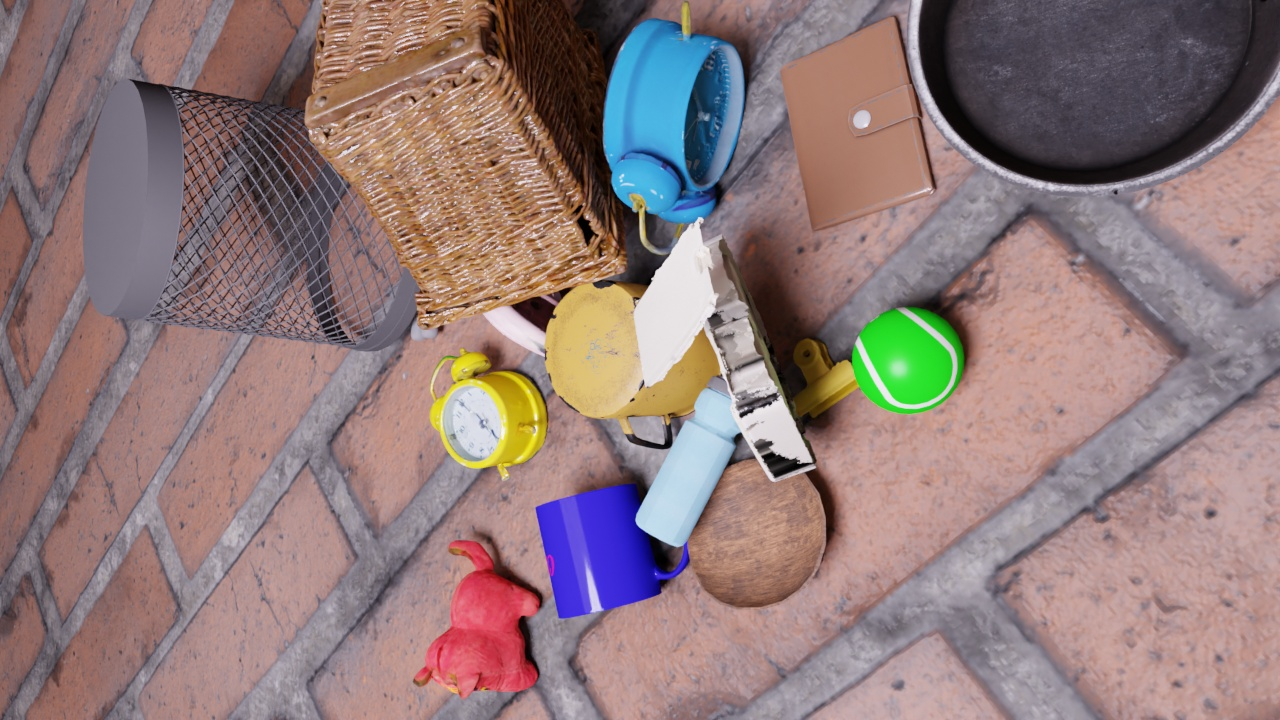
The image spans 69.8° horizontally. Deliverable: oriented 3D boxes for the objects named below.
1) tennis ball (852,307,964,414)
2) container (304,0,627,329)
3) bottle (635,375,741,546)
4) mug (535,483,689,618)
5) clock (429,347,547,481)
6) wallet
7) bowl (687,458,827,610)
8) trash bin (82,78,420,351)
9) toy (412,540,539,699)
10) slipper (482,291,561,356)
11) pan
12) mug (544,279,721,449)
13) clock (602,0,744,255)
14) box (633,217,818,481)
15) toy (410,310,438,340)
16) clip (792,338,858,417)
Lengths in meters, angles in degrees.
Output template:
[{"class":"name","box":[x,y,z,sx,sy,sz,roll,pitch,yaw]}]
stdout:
[{"class":"tennis ball","box":[0.162,0.000,0.558,0.065,0.065,0.065,-1,89,36]},{"class":"container","box":[-0.121,-0.185,0.631,0.162,0.183,0.249,-16,56,13]},{"class":"bottle","box":[0.042,0.065,0.646,0.040,0.040,0.130,26,88,34]},{"class":"mug","box":[-0.017,0.138,0.687,0.111,0.079,0.083,-16,79,11]},{"class":"clock","box":[-0.134,0.043,0.780,0.119,0.057,0.083,40,112,23]},{"class":"wallet","box":[0.141,-0.155,0.608,0.088,0.013,0.121,-15,80,35]},{"class":"bowl","box":[0.084,0.120,0.634,0.114,0.026,0.101,-21,64,37]},{"class":"trash bin","box":[-0.335,-0.123,0.803,0.218,0.227,0.217,-4,84,46]},{"class":"toy","box":[-0.140,0.214,0.761,0.088,0.094,0.133,-19,77,35]},{"class":"slipper","box":[-0.109,-0.080,0.744,0.056,0.106,0.221,-40,59,11]},{"class":"pan","box":[0.314,-0.196,0.448,0.357,0.055,0.187,-12,87,20]},{"class":"mug","box":[-0.004,0.004,0.662,0.101,0.094,0.123,-15,81,35]},{"class":"clock","box":[0.023,-0.154,0.636,0.060,0.116,0.161,15,99,23]},{"class":"box","box":[0.035,-0.019,0.554,0.070,0.186,0.143,-23,49,10]},{"class":"toy","box":[-0.202,-0.075,0.849,0.049,0.030,0.111,-8,83,41]},{"class":"clip","box":[0.123,0.010,0.618,0.054,0.044,0.049,-41,25,29]}]
